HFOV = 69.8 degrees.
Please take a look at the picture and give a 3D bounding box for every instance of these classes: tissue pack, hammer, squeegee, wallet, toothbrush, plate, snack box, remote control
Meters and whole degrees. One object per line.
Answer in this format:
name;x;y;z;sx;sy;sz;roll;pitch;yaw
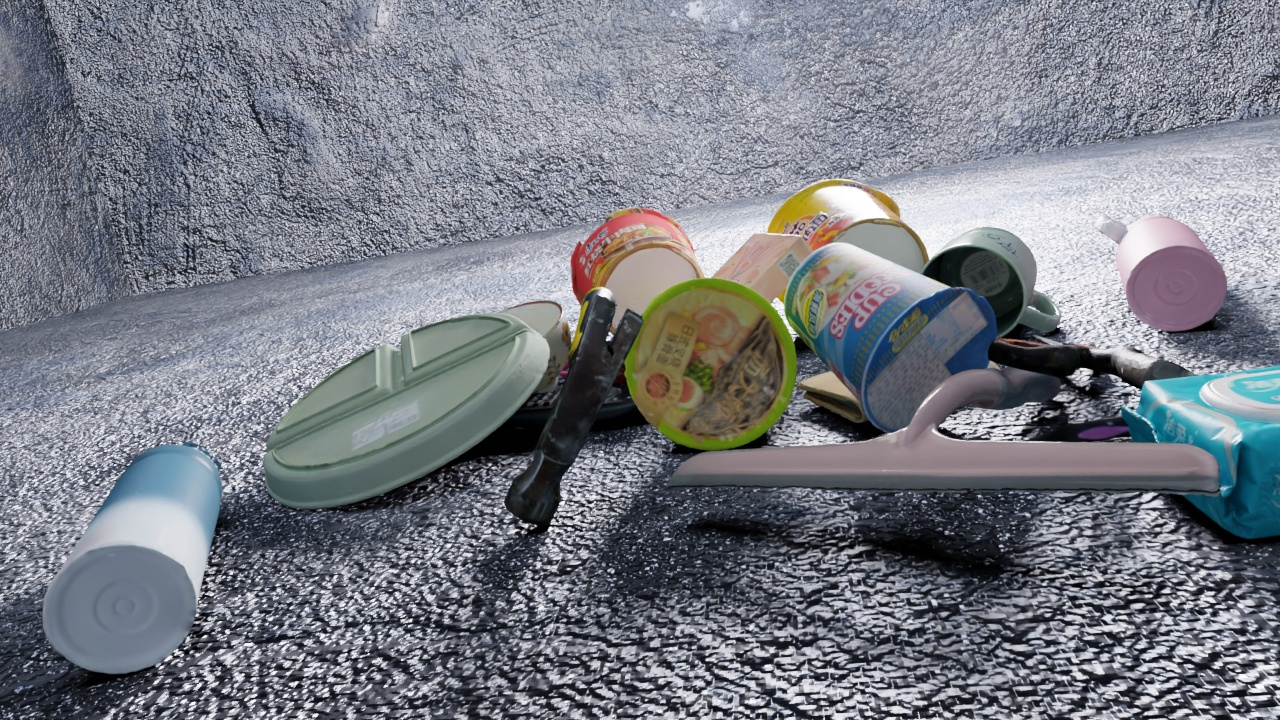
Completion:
tissue pack;0.296;0.034;0.407;0.133;0.050;0.093;-9;14;6
hammer;-0.037;-0.007;0.646;0.032;0.126;0.323;25;14;-6
squeegee;0.182;0.023;0.492;0.248;0.040;0.249;-7;3;40
wallet;0.177;0.014;0.642;0.115;0.024;0.087;-16;19;-19
toothbrush;0.257;0.037;0.505;0.189;0.014;0.017;-9;12;-1
plate;-0.178;0.027;0.688;0.230;0.027;0.229;-19;26;10
snack box;0.075;-0.049;0.803;0.157;0.026;0.084;-45;21;-8
remote control;-0.050;0.037;0.702;0.136;0.024;0.053;-5;12;14

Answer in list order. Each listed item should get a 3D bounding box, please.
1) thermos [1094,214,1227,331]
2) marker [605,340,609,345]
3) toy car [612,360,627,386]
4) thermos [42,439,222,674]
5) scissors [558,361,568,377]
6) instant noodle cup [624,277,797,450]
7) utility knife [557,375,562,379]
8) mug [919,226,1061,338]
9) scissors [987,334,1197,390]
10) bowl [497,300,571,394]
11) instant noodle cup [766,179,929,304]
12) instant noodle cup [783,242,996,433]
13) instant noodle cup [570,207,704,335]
thermos;0.422;-0.084;0.757;0.087;0.067;0.198;32;28;11
marker;-0.073;-0.008;0.920;0.132;0.020;0.022;-2;30;33
toy car;-0.005;0.004;0.758;0.052;0.045;0.121;-22;5;-24
thermos;-0.277;0.100;0.521;0.070;0.070;0.220;-14;13;-19
scissors;-0.114;0.011;0.880;0.133;0.017;0.056;-14;28;2
instant noodle cup;0.058;-0.004;0.644;0.112;0.112;0.123;-6;6;15
utility knife;-0.151;0.034;0.823;0.166;0.018;0.031;-19;10;-19
mug;0.295;-0.060;0.764;0.112;0.082;0.106;29;27;18
scissors;0.264;-0.007;0.568;0.189;0.022;0.229;8;10;-12
bowl;-0.107;0.003;0.779;0.113;0.062;0.113;-19;24;9
instant noodle cup;0.192;-0.090;0.843;0.138;0.138;0.109;-11;21;-5
instant noodle cup;0.148;-0.022;0.582;0.099;0.099;0.110;-15;34;-21
instant noodle cup;0.004;-0.076;0.935;0.138;0.138;0.108;-11;22;-7
